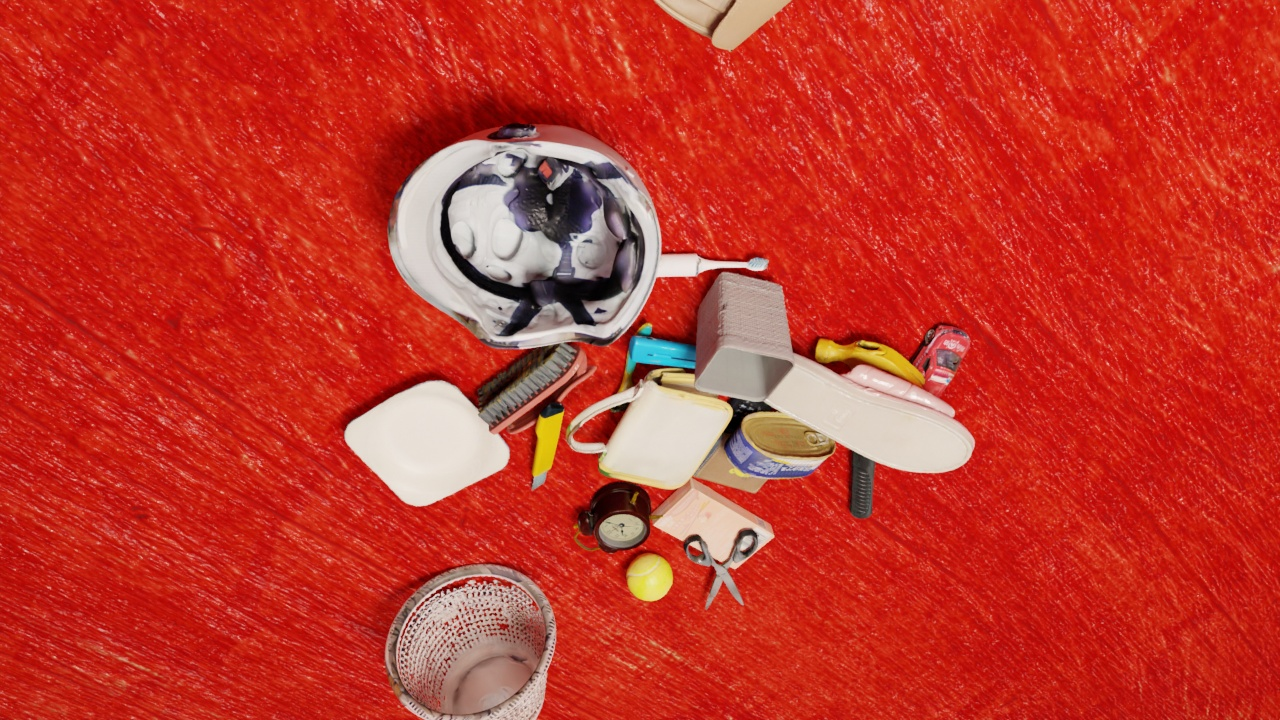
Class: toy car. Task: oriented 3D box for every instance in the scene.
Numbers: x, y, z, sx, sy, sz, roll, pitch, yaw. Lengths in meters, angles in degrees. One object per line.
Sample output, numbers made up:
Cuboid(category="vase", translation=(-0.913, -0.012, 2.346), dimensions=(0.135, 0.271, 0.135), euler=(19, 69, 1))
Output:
Cuboid(category="toy car", translation=(0.364, 0.012, 1.139), dimensions=(0.053, 0.045, 0.121), euler=(14, 120, -17))

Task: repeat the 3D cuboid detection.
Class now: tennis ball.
Cuboid(category="tennis ball", translation=(0.013, 0.304, 1.288), dimensions=(0.065, 0.065, 0.066), euler=(-3, 125, -4))

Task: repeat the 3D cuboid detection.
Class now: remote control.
Cuboid(category="remote control", translation=(0.148, 0.039, 1.144), dimensions=(0.053, 0.024, 0.137), euler=(20, 124, -20))

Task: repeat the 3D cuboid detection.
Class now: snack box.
Cuboid(category="snack box", translation=(0.101, 0.227, 1.268), dimensions=(0.157, 0.026, 0.085), euler=(33, 116, -25))

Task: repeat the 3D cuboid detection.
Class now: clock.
Cuboid(category="clock", translation=(-0.035, 0.216, 1.229), dimensions=(0.122, 0.055, 0.082), euler=(-34, 122, 18))

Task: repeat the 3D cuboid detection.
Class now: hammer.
Cuboid(category="hammer", translation=(0.289, 0.096, 1.179), dimensions=(0.129, 0.032, 0.301), euler=(10, 133, 21))

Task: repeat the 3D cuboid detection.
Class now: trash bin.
Cuboid(category="trash bin", translation=(-0.219, 0.429, 1.276), dimensions=(0.227, 0.227, 0.192), euler=(-7, 137, -1))

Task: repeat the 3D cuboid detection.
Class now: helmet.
Cuboid(category="helmet", translation=(-0.107, -0.139, 0.923), dimensions=(0.258, 0.145, 0.229), euler=(5, 123, 0))

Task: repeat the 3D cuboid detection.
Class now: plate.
Cuboid(category="plate", translation=(-0.261, 0.097, 1.134), dimensions=(0.164, 0.034, 0.164), euler=(-26, 123, 12))

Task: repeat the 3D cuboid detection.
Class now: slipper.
Cuboid(category="slipper", translation=(0.263, 0.054, 1.090), dimensions=(0.274, 0.054, 0.114), euler=(22, 137, 3))

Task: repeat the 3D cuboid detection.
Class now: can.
Cuboid(category="can", translation=(0.175, 0.107, 1.151), dimensions=(0.148, 0.074, 0.049), euler=(4, 137, -34))

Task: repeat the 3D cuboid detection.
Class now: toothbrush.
Cuboid(category="toothbrush", translation=(0.034, -0.107, 1.031), dimensions=(0.221, 0.026, 0.026), euler=(-1, 163, -5))

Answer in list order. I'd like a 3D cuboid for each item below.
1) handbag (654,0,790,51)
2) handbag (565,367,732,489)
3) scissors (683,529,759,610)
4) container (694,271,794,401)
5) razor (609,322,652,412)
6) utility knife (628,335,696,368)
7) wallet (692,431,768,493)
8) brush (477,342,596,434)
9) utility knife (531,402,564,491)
Cuboid(category="handbag", translation=(0.099, -0.377, 0.808), dimensions=(0.205, 0.099, 0.147), euler=(-37, 124, 22))
Cuboid(category="handbag", translation=(0.002, 0.076, 1.117), dimensions=(0.178, 0.063, 0.164), euler=(12, 128, -24))
Cuboid(category="scissors", translation=(0.117, 0.294, 1.295), dimensions=(0.178, 0.014, 0.160), euler=(36, 119, -29))
Cuboid(category="container", translation=(0.113, -0.029, 1.031), dimensions=(0.090, 0.114, 0.090), euler=(12, 144, -15))
Cuboid(category="razor", translation=(-0.007, 0.006, 1.103), dimensions=(0.043, 0.028, 0.133), euler=(-5, 130, -25))
Cuboid(category="utility knife", translation=(0.057, -0.005, 1.093), dimensions=(0.161, 0.018, 0.034), euler=(8, 125, -30))
Cuboid(category="wallet", translation=(0.118, 0.133, 1.198), dimensions=(0.115, 0.033, 0.090), euler=(17, 131, -20))
Cuboid(category="brush", translation=(-0.122, 0.031, 1.089), dimensions=(0.146, 0.063, 0.069), euler=(-36, 125, 16))
Cuboid(category="utility knife", translation=(-0.121, 0.110, 1.144), dimensions=(0.033, 0.015, 0.193), euler=(-16, 147, -25))
